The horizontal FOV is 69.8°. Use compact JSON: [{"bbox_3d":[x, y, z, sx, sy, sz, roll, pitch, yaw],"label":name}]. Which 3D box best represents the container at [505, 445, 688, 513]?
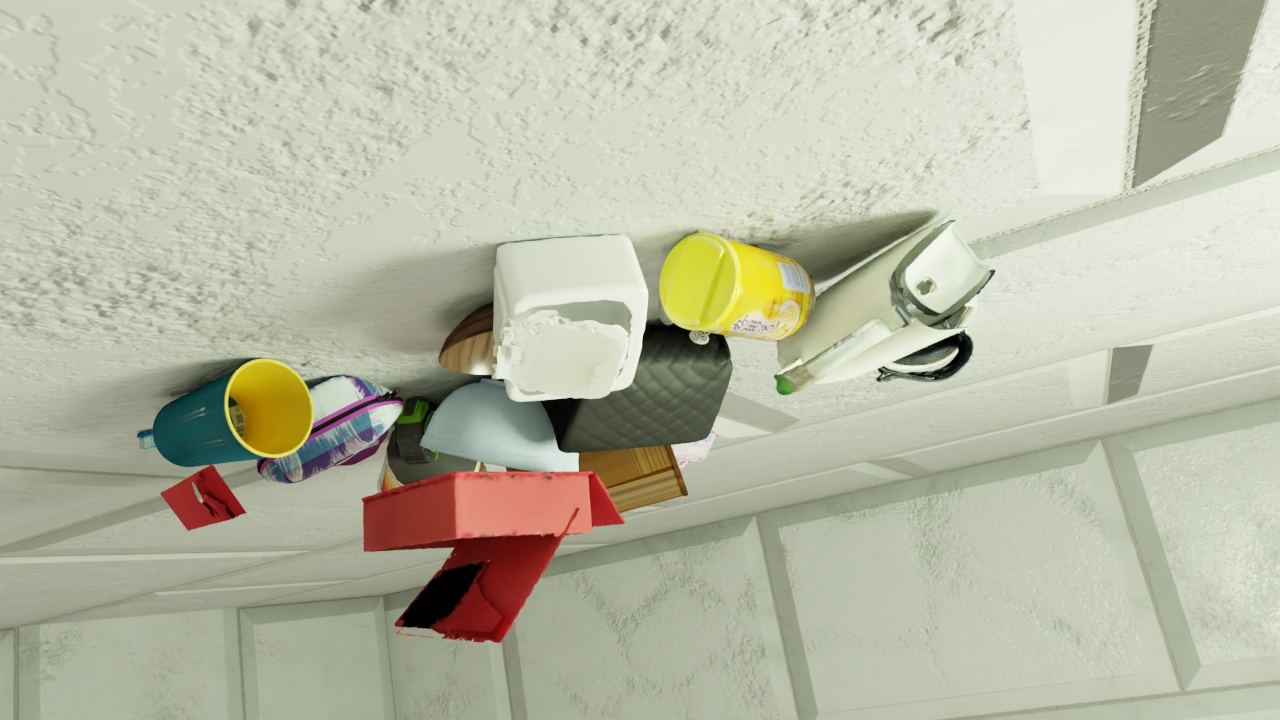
[{"bbox_3d":[-0.050,0.111,0.984,0.167,0.132,0.132,-21,165,-1],"label":"container"}]

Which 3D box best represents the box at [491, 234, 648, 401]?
[{"bbox_3d":[-0.046,-0.011,0.604,0.102,0.101,0.108,-7,137,-16],"label":"box"}]

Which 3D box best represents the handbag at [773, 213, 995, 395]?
[{"bbox_3d":[0.164,-0.017,0.681,0.175,0.074,0.152,-38,-178,-35],"label":"handbag"}]

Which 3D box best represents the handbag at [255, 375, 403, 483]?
[{"bbox_3d":[-0.281,0.072,0.861,0.144,0.068,0.170,-28,173,-9],"label":"handbag"}]

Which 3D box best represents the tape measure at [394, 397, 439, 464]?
[{"bbox_3d":[-0.222,0.071,0.909,0.036,0.065,0.059,-5,159,9],"label":"tape measure"}]

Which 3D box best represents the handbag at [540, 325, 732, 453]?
[{"bbox_3d":[-0.005,0.005,0.820,0.153,0.114,0.125,0,136,-25],"label":"handbag"}]

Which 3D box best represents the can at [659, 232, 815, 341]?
[{"bbox_3d":[0.070,-0.050,0.657,0.068,0.067,0.105,-23,161,39],"label":"can"}]

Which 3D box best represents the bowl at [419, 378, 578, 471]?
[{"bbox_3d":[-0.126,0.059,0.870,0.150,0.074,0.150,12,175,1],"label":"bowl"}]

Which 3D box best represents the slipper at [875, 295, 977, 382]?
[{"bbox_3d":[0.300,-0.012,0.964,0.111,0.063,0.264,-13,162,9],"label":"slipper"}]

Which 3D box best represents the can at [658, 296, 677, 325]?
[{"bbox_3d":[0.056,-0.044,0.737,0.080,0.031,0.032,-1,162,-30],"label":"can"}]

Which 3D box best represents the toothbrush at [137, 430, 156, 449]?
[{"bbox_3d":[-0.400,0.068,0.865,0.135,0.017,0.022,-6,167,-15],"label":"toothbrush"}]

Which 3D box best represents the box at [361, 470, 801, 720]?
[{"bbox_3d":[-0.051,0.216,0.873,0.425,0.127,0.213,38,148,-24],"label":"box"}]

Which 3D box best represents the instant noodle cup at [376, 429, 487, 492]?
[{"bbox_3d":[-0.223,0.118,0.991,0.123,0.123,0.121,-6,157,-15],"label":"instant noodle cup"}]

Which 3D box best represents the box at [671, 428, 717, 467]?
[{"bbox_3d":[-0.012,0.105,1.110,0.230,0.063,0.085,8,140,-36],"label":"box"}]

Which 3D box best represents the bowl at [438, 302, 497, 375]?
[{"bbox_3d":[-0.098,-0.022,0.713,0.119,0.032,0.119,-10,165,-3],"label":"bowl"}]

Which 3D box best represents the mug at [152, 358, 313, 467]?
[{"bbox_3d":[-0.335,0.049,0.744,0.122,0.078,0.078,-14,165,33],"label":"mug"}]
